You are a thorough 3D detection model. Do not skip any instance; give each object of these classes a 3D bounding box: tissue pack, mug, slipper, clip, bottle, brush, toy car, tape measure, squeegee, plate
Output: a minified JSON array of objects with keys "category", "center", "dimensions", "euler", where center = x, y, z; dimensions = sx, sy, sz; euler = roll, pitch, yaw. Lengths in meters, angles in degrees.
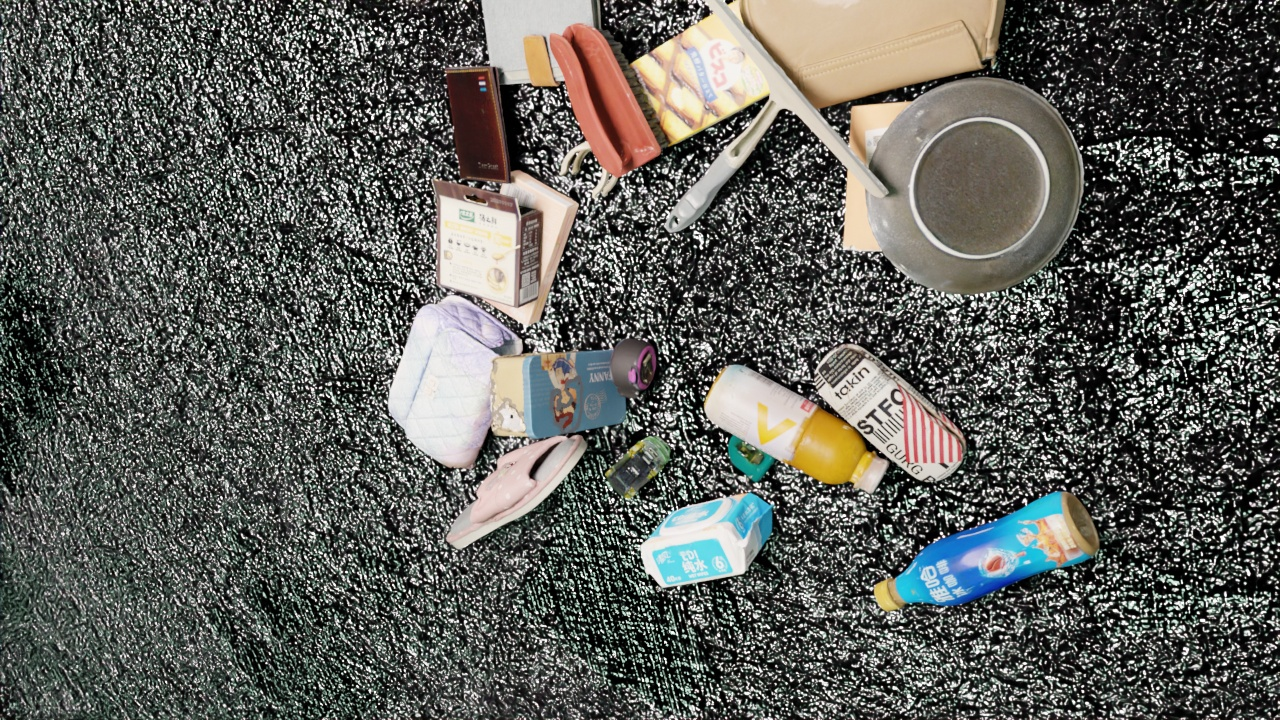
[{"category":"tissue pack","center":[0.074,0.195,1.012],"dimensions":[0.140,0.089,0.063],"euler":[-19,100,34]},{"category":"mug","center":[0.215,-0.161,0.800],"dimensions":[0.078,0.078,0.123],"euler":[3,107,28]},{"category":"slipper","center":[-0.162,0.153,1.115],"dimensions":[0.054,0.113,0.275],"euler":[46,132,-10]},{"category":"clip","center":[-0.032,-0.208,0.941],"dimensions":[0.103,0.034,0.092],"euler":[-33,88,27]},{"category":"bottle","center":[0.158,0.072,0.928],"dimensions":[0.189,0.067,0.068],"euler":[29,121,16]},{"category":"brush","center":[-0.036,-0.249,0.870],"dimensions":[0.063,0.069,0.146],"euler":[-18,100,45]},{"category":"toy car","center":[-0.002,0.122,1.056],"dimensions":[0.043,0.036,0.091],"euler":[47,123,3]},{"category":"tape measure","center":[0.121,0.098,0.985],"dimensions":[0.054,0.025,0.058],"euler":[36,122,10]},{"category":"squeegee","center":[0.086,-0.189,0.851],"dimensions":[0.246,0.039,0.247],"euler":[50,148,4]},{"category":"plate","center":[0.276,-0.141,0.754],"dimensions":[0.179,0.024,0.179],"euler":[0,100,2]},{"category":"bottle","center":[0.325,0.195,0.889],"dimensions":[0.219,0.065,0.065],"euler":[-34,91,35]},{"category":"tape measure","center":[-0.006,0.006,0.998],"dimensions":[0.039,0.056,0.058],"euler":[10,137,24]}]

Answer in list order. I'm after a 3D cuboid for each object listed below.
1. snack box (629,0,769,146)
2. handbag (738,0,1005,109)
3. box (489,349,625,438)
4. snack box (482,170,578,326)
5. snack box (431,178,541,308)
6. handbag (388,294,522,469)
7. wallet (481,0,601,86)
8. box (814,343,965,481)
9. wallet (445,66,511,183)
[{"category":"snack box","center":[0.066,-0.270,0.861],"dimensions":[0.141,0.033,0.087],"euler":[-20,100,32]},{"category":"handbag","center":[0.192,-0.294,0.747],"dimensions":[0.205,0.099,0.148],"euler":[-6,114,31]},{"category":"box","center":[-0.082,0.033,0.987],"dimensions":[0.060,0.183,0.090],"euler":[0,95,35]},{"category":"snack box","center":[-0.132,-0.125,1.033],"dimensions":[0.084,0.026,0.158],"euler":[32,122,15]},{"category":"snack box","center":[-0.168,-0.131,1.001],"dimensions":[0.113,0.053,0.126],"euler":[17,116,23]},{"category":"handbag","center":[-0.230,0.028,1.121],"dimensions":[0.134,0.075,0.194],"euler":[34,123,13]},{"category":"wallet","center":[-0.101,-0.331,0.926],"dimensions":[0.130,0.036,0.107],"euler":[6,112,27]},{"category":"box","center":[0.239,0.053,0.885],"dimensions":[0.164,0.057,0.071],"euler":[40,106,9]},{"category":"wallet","center":[-0.175,-0.255,0.992],"dimensions":[0.096,0.020,0.122],"euler":[20,123,47]}]
